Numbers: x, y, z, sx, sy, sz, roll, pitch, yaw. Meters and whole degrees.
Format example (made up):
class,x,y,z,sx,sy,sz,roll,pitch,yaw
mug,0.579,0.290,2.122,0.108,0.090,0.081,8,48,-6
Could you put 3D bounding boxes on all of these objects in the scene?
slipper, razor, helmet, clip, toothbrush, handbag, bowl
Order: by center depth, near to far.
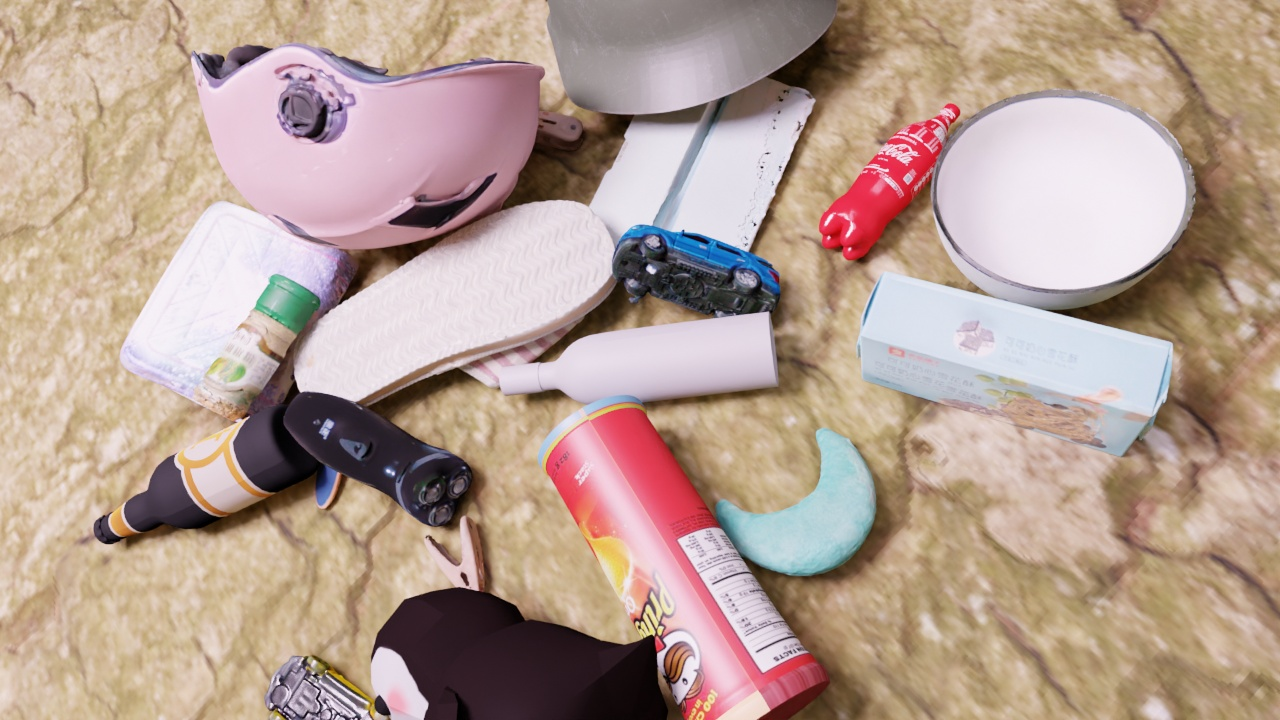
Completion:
class,x,y,z,sx,sy,sz,roll,pitch,yaw
bowl,0.271,-0.098,0.609,0.153,0.073,0.153,-5,66,12
clip,-0.127,0.143,0.635,0.061,0.026,0.049,9,79,10
razor,-0.189,0.066,0.650,0.140,0.064,0.053,28,82,1
helmet,-0.194,-0.162,0.691,0.256,0.229,0.152,0,103,14
slipper,-0.137,-0.031,0.695,0.263,0.052,0.115,-24,70,6
toothbrush,-0.229,0.047,0.706,0.021,0.017,0.134,1,66,21
helmet,0.011,-0.325,0.717,0.226,0.154,0.268,-36,40,-13
handbag,-0.318,-0.035,0.742,0.126,0.069,0.158,22,74,7
clip,-0.077,-0.192,0.774,0.061,0.050,0.025,24,67,-21

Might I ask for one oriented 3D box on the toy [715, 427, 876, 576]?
class,x,y,z,sx,sy,sz,roll,pitch,yaw
toy,0.107,0.097,0.591,0.105,0.033,0.085,-35,49,-5

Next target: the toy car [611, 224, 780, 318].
class,x,y,z,sx,sy,sz,roll,pitch,yaw
toy car,0.039,-0.061,0.646,0.120,0.056,0.043,17,54,-7

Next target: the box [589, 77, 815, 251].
class,x,y,z,sx,sy,sz,roll,pitch,yaw
box,0.038,-0.145,0.710,0.136,0.044,0.197,20,77,21

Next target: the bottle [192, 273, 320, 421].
class,x,y,z,sx,sy,sz,roll,pitch,yaw
bottle,-0.286,-0.010,0.683,0.043,0.043,0.111,24,76,23

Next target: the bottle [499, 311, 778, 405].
class,x,y,z,sx,sy,sz,roll,pitch,yaw
bottle,-0.004,0.004,0.647,0.195,0.052,0.052,-7,65,12

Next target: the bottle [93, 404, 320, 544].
class,x,y,z,sx,sy,sz,roll,pitch,yaw
bottle,-0.331,0.094,0.687,0.182,0.059,0.059,-25,62,11

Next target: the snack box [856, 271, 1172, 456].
class,x,y,z,sx,sy,sz,roll,pitch,yaw
snack box,0.227,0.001,0.576,0.175,0.075,0.053,17,71,20

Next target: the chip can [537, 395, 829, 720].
class,x,y,z,sx,sy,sz,roll,pitch,yaw
chip can,0.020,0.128,0.568,0.087,0.087,0.213,-33,62,-2

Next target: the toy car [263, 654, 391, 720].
class,x,y,z,sx,sy,sz,roll,pitch,yaw
toy car,-0.203,0.236,0.608,0.107,0.030,0.049,28,77,21

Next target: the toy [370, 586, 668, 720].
class,x,y,z,sx,sy,sz,roll,pitch,yaw
toy,-0.081,0.190,0.541,0.184,0.159,0.140,21,83,40

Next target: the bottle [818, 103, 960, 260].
class,x,y,z,sx,sy,sz,roll,pitch,yaw
bottle,0.184,-0.133,0.665,0.042,0.042,0.141,38,80,26
